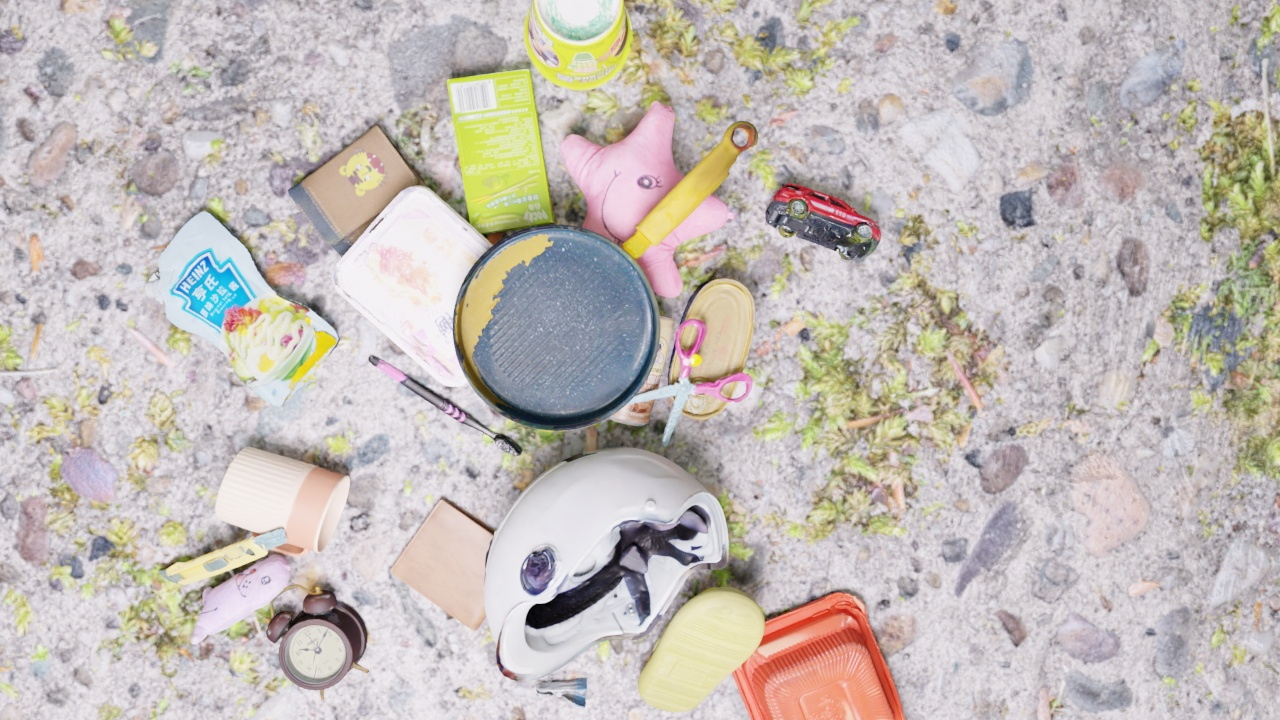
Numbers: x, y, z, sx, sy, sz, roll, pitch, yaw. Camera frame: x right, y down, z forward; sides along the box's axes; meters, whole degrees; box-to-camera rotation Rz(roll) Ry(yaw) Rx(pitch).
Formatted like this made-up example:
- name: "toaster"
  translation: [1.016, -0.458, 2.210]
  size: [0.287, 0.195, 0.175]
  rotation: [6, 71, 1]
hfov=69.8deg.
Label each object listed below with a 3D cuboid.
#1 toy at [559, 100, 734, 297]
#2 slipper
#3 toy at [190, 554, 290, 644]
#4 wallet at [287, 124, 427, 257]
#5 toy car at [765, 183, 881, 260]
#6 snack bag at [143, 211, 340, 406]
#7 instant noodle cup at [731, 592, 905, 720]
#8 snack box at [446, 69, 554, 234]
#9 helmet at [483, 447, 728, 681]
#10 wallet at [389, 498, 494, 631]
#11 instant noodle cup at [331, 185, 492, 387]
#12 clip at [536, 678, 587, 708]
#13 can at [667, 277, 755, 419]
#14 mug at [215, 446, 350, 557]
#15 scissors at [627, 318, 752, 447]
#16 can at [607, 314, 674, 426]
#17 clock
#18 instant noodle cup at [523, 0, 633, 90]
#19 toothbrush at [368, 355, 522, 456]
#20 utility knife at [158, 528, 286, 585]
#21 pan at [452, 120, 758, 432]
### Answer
- name: "toy"
  translation: [0.006, -0.161, 0.922]
  size: [0.178, 0.074, 0.195]
  rotation: [3, 101, 5]
- name: "slipper"
  translation: [0.058, 0.296, 0.976]
  size: [0.091, 0.081, 0.191]
  rotation: [22, 121, -13]
- name: "toy"
  translation: [-0.407, 0.238, 0.943]
  size: [0.108, 0.084, 0.039]
  rotation: [-33, 120, -2]
- name: "wallet"
  translation: [-0.284, -0.170, 0.930]
  size: [0.115, 0.033, 0.090]
  rotation: [-38, 96, -3]
- name: "toy car"
  translation: [0.190, -0.145, 0.949]
  size: [0.120, 0.053, 0.045]
  rotation: [23, 69, -1]
- name: "snack bag"
  translation: [-0.407, -0.050, 0.932]
  size: [0.191, 0.038, 0.110]
  rotation: [43, 103, -6]
- name: "instant noodle cup"
  translation: [0.196, 0.361, 0.990]
  size: [0.164, 0.079, 0.189]
  rotation: [-23, 95, -2]
- name: "snack box"
  translation: [-0.142, -0.211, 0.935]
  size: [0.086, 0.026, 0.156]
  rotation: [-9, 96, -2]
- name: "helmet"
  translation: [-0.053, 0.181, 0.905]
  size: [0.259, 0.229, 0.146]
  rotation: [-41, 56, 7]
- name: "wallet"
  translation: [-0.194, 0.218, 0.982]
  size: [0.115, 0.020, 0.101]
  rotation: [36, 93, -3]
- name: "instant noodle cup"
  translation: [-0.204, -0.075, 0.929]
  size: [0.173, 0.060, 0.138]
  rotation: [42, 92, -8]
- name: "clip"
  translation: [-0.086, 0.360, 1.001]
  size: [0.058, 0.027, 0.045]
  rotation: [5, 103, 0]
- name: "can"
  translation: [0.072, -0.014, 0.957]
  size: [0.074, 0.049, 0.148]
  rotation: [15, 95, -5]
- name: "mug"
  translation: [-0.366, 0.152, 0.940]
  size: [0.106, 0.081, 0.115]
  rotation: [19, 124, -4]
- name: "scissors"
  translation: [0.053, 0.027, 0.926]
  size: [0.131, 0.017, 0.133]
  rotation: [18, 94, -9]
- name: "can"
  translation: [-0.006, 0.006, 0.950]
  size: [0.058, 0.058, 0.116]
  rotation: [14, 95, -5]
- name: "clock"
  translation: [-0.340, 0.289, 0.961]
  size: [0.082, 0.055, 0.122]
  rotation: [-31, 95, 0]
- name: "instant noodle cup"
  translation: [-0.059, -0.327, 0.879]
  size: [0.111, 0.123, 0.112]
  rotation: [0, 96, -4]
- name: "toothbrush"
  translation: [-0.205, 0.049, 0.964]
  size: [0.189, 0.017, 0.014]
  rotation: [33, 95, -5]
- name: "utility knife"
  translation: [-0.422, 0.200, 0.934]
  size: [0.188, 0.020, 0.031]
  rotation: [-25, 121, 21]
- name: "pan"
  translation: [-0.024, -0.087, 0.865]
  size: [0.197, 0.078, 0.357]
  rotation: [43, 94, -8]
